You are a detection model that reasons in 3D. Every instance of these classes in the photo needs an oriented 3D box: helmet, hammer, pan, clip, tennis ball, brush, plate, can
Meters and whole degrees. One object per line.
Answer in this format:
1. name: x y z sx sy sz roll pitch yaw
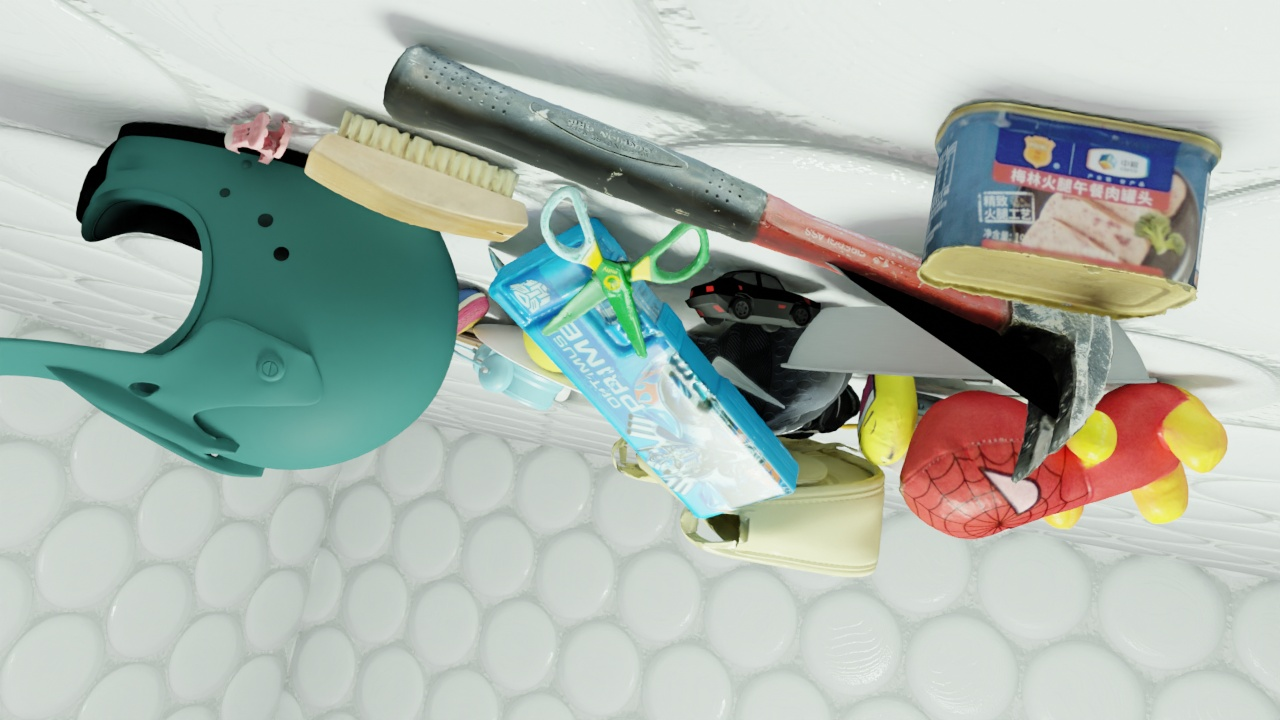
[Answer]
1. helmet: -0.261 -0.027 0.602 0.274 0.200 0.177 14 170 -12
2. hammer: 0.049 -0.055 0.389 0.326 0.140 0.036 21 137 -5
3. pan: 0.214 -0.003 0.601 0.201 0.051 0.356 2 -178 23
4. clip: -0.219 -0.127 0.519 0.044 0.023 0.060 13 176 -16
5. tennis ball: -0.069 -0.022 0.793 0.065 0.065 0.065 12 170 2
6. brush: -0.120 -0.098 0.501 0.117 0.039 0.049 15 171 -22
7. plate: -0.051 -0.003 0.906 0.229 0.030 0.229 22 -173 -3
8. can: 0.161 -0.055 0.350 0.100 0.059 0.054 10 170 5

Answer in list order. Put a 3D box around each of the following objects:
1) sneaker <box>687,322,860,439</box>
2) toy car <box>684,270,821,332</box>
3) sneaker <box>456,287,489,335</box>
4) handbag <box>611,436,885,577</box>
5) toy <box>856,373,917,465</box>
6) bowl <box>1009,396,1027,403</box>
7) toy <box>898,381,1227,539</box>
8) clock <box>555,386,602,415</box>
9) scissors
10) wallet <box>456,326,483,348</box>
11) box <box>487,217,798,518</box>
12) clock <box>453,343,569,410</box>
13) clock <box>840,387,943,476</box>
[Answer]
1. sneaker: 0.132 0.025 0.762 0.150 0.097 0.253 9 173 -19
2. toy car: 0.077 -0.040 0.607 0.091 0.036 0.042 5 175 -22
3. sneaker: -0.251 -0.037 0.879 0.242 0.091 0.116 -20 -172 32
4. handbag: 0.094 0.106 0.812 0.190 0.088 0.233 6 -171 -23
5. toy: 0.199 0.038 0.738 0.041 0.094 0.096 7 147 4
6. bowl: 0.389 0.082 0.857 0.177 0.057 0.177 12 170 2
7. toy: 0.298 0.074 0.677 0.216 0.098 0.148 -5 136 4
8. clock: -0.060 0.032 1.066 0.159 0.061 0.120 10 -178 4
9. scissors: -0.019 -0.053 0.544 0.126 0.011 0.130 -35 116 25
10. wallet: -0.164 -0.020 1.013 0.098 0.027 0.121 17 178 -7
11. box: -0.015 0.017 0.657 0.243 0.070 0.171 49 155 -24
12. clock: -0.125 0.008 0.865 0.123 0.042 0.087 26 -174 -21
13. clock: 0.257 0.071 0.812 0.116 0.059 0.158 7 -168 -16
